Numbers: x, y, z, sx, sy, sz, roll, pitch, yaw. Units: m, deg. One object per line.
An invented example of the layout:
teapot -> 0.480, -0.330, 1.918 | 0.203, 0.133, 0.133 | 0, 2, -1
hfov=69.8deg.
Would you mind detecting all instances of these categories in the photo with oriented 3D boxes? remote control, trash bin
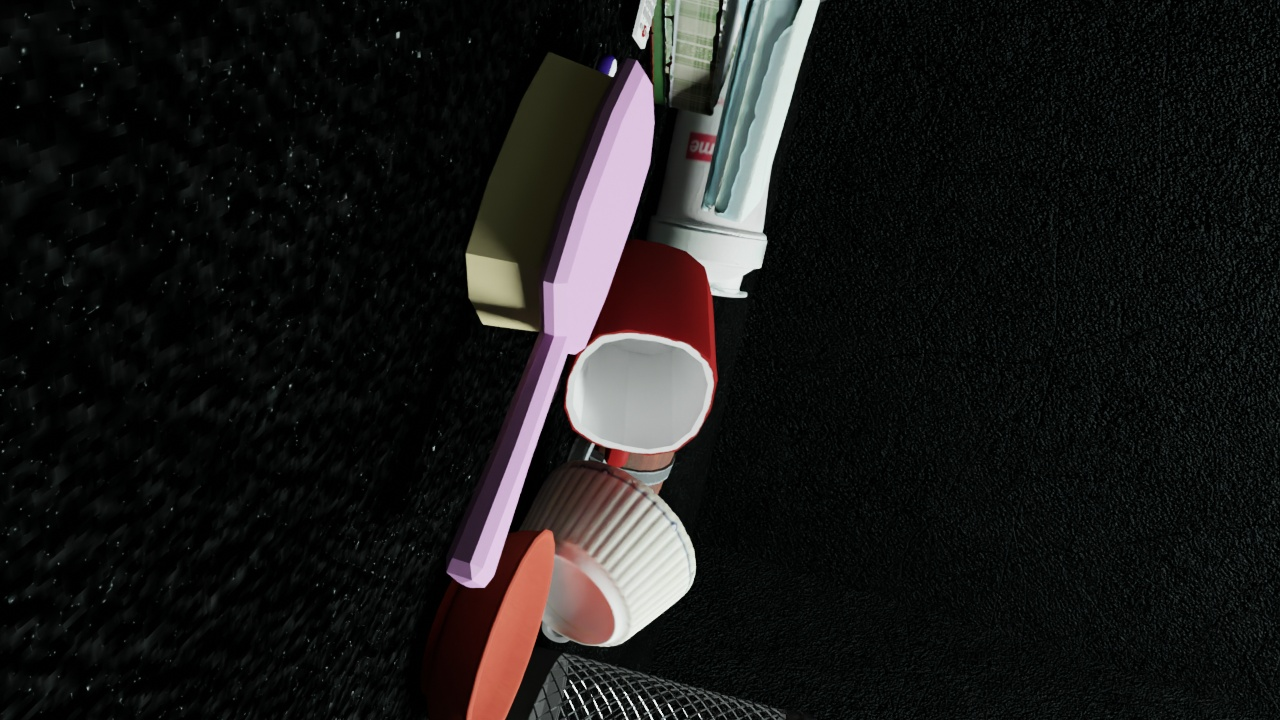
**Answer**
remote control -> 0.011, -0.232, 0.488 | 0.028, 0.012, 0.124 | -26, 131, -79
trash bin -> -0.004, 0.348, 0.706 | 0.217, 0.227, 0.217 | 17, 89, -82

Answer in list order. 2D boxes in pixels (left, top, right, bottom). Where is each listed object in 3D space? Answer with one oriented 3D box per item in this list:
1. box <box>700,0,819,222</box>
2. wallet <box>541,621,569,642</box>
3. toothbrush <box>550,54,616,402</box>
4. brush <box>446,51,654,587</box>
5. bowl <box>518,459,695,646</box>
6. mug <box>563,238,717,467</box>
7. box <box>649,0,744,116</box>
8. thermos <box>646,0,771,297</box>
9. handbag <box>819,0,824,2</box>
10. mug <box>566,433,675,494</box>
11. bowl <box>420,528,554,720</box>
box -> 0.077, -0.186, 0.567 | 0.083, 0.067, 0.199 | -100, -160, -57
wallet -> -0.042, 0.153, 0.764 | 0.115, 0.037, 0.119 | -59, 166, -61
toothbrush -> -0.036, -0.063, 0.476 | 0.015, 0.016, 0.187 | -61, 163, -68
brush -> -0.046, -0.022, 0.384 | 0.089, 0.043, 0.228 | 82, 24, -70
bowl -> -0.030, 0.126, 0.567 | 0.062, 0.115, 0.116 | -45, 152, -44
mug -> -0.003, 0.003, 0.537 | 0.096, 0.080, 0.117 | -87, -168, -54
box -> 0.055, -0.269, 0.597 | 0.118, 0.050, 0.205 | 95, 14, -64
thermos -> 0.060, -0.161, 0.711 | 0.099, 0.099, 0.220 | -38, 138, -76
handbag -> 0.134, -0.397, 0.729 | 0.175, 0.072, 0.196 | -112, -157, -74
mug -> -0.012, 0.044, 0.662 | 0.117, 0.081, 0.111 | -24, 135, -56
bowl -> -0.082, 0.143, 0.480 | 0.122, 0.035, 0.122 | 17, 89, -82
